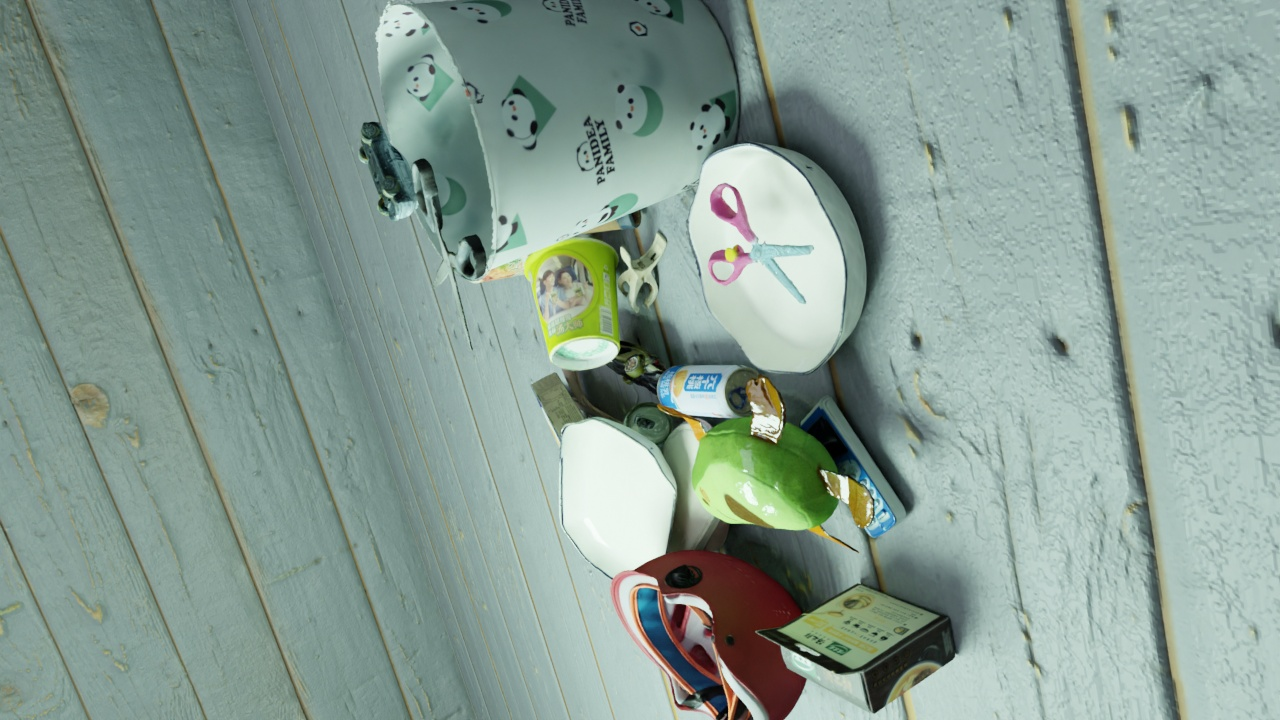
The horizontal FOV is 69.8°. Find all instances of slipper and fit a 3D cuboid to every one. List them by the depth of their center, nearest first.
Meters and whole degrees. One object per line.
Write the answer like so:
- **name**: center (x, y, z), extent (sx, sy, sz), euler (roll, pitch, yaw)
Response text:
- **slipper**: center (0.061, 0.167, 1.066), extent (0.114, 0.054, 0.275), euler (50, 146, 33)

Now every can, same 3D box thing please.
- **can**: center (0.071, 0.031, 0.946), extent (0.135, 0.053, 0.053), euler (-1, 108, 63)
- **can**: center (0.002, 0.105, 1.108), extent (0.058, 0.058, 0.147), euler (58, 160, 20)

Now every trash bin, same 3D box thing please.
- **trash bin**: center (-0.067, -0.215, 0.803), extent (0.229, 0.251, 0.230), euler (44, 145, 41)

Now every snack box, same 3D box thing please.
- **snack box**: center (0.188, 0.250, 0.805), extent (0.113, 0.125, 0.053), euler (7, 115, 61)
- **snack box**: center (-0.077, 0.129, 1.228), extent (0.182, 0.045, 0.178), euler (68, 171, -26)

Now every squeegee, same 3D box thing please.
- **squeegee**: center (-0.097, -0.026, 1.243), extent (0.248, 0.040, 0.250), euler (20, 126, 58)

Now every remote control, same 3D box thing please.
- **remote control**: center (0.186, 0.093, 0.807), extent (0.125, 0.024, 0.049), euler (59, 152, 18)

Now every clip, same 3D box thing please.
- **clip**: center (0.000, -0.097, 1.006), extent (0.034, 0.070, 0.100), euler (55, 158, 29)

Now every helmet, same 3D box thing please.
- **helmet**: center (0.089, 0.294, 1.002), extent (0.240, 0.143, 0.207), euler (34, 142, 44)

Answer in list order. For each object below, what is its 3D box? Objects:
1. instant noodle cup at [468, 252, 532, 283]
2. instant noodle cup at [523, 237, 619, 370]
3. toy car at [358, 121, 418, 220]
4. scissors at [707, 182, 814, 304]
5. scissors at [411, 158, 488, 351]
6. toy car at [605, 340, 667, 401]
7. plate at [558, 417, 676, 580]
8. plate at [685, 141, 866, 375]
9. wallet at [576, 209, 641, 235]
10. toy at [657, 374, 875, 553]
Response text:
- **instant noodle cup**: center (-0.167, -0.165, 1.096), extent (0.151, 0.111, 0.152), euler (40, 141, 43)
- **instant noodle cup**: center (-0.072, -0.058, 1.045), extent (0.112, 0.111, 0.123), euler (121, 144, -58)
- **toy car**: center (-0.223, -0.168, 0.809), extent (0.090, 0.034, 0.043), euler (65, 157, 10)
- **scissors**: center (0.094, -0.098, 0.752), extent (0.133, 0.017, 0.118), euler (6, 110, 57)
- **scissors**: center (-0.160, -0.083, 0.783), extent (0.159, 0.014, 0.179), euler (33, 140, 52)
- **toy car**: center (-0.006, 0.006, 1.073), extent (0.070, 0.042, 0.158), euler (42, 169, -33)
- **plate**: center (-0.024, 0.167, 1.082), extent (0.162, 0.034, 0.266), euler (27, 136, 24)
- **plate**: center (0.116, -0.089, 0.783), extent (0.205, 0.045, 0.205), euler (44, 144, 43)
- **wallet**: center (-0.058, -0.183, 1.006), extent (0.115, 0.033, 0.090), euler (-2, 107, 36)
- **toy**: center (0.111, 0.103, 0.830), extent (0.227, 0.089, 0.247), euler (41, 160, 1)
